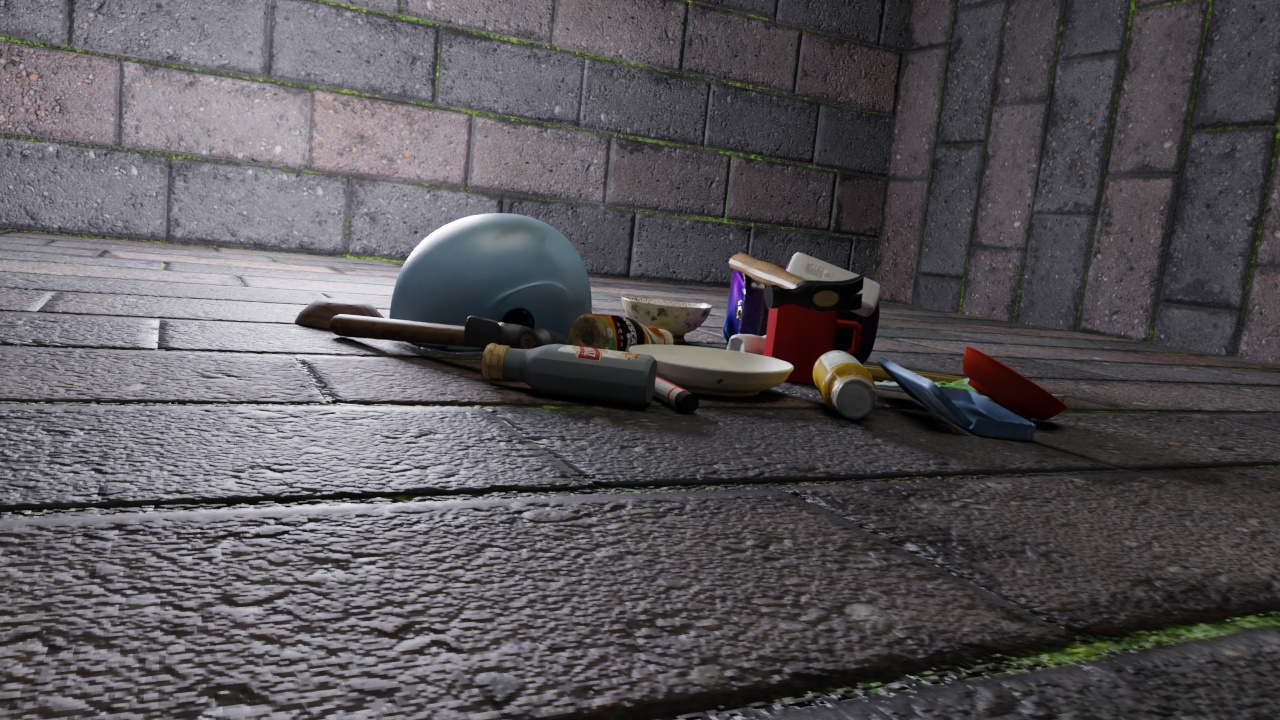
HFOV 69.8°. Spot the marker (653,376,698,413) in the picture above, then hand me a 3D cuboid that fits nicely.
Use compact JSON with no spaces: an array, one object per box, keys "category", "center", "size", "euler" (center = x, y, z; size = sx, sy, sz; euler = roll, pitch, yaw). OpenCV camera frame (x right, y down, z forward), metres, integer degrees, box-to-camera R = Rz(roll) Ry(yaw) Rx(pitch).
[{"category":"marker","center":[0.020,0.028,0.907],"size":[0.019,0.019,0.146],"euler":[3,8,-21]}]

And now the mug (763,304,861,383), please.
[{"category":"mug","center":[0.215,-0.023,1.146],"size":[0.116,0.096,0.080],"euler":[7,8,5]}]

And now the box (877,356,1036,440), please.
[{"category":"box","center":[0.325,0.043,0.977],"size":[0.126,0.039,0.209],"euler":[22,7,-2]}]

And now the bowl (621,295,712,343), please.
[{"category":"bowl","center":[0.037,-0.062,1.428],"size":[0.145,0.063,0.145],"euler":[7,7,-1]}]

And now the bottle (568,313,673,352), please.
[{"category":"bottle","center":[-0.017,-0.025,1.130],"size":[0.059,0.059,0.166],"euler":[11,6,35]}]

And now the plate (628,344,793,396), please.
[{"category":"plate","center":[0.076,0.012,1.012],"size":[0.182,0.034,0.182],"euler":[6,8,-1]}]

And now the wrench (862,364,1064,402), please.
[{"category":"wrench","center":[0.398,0.030,1.186],"size":[0.273,0.018,0.083],"euler":[7,9,9]}]

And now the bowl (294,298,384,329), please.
[{"category":"bowl","center":[-0.395,-0.063,1.219],"size":[0.119,0.032,0.119],"euler":[6,8,-1]}]

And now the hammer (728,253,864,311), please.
[{"category":"hammer","center":[0.181,-0.106,1.182],"size":[0.132,0.040,0.305],"euler":[-2,14,-12]}]

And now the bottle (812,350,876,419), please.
[{"category":"bottle","center":[0.211,0.026,0.945],"size":[0.053,0.053,0.186],"euler":[7,8,5]}]

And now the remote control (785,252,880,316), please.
[{"category":"remote control","center":[0.274,-0.110,1.311],"size":[0.138,0.025,0.060],"euler":[23,50,8]}]

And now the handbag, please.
[{"category":"handbag","center":[0.233,-0.069,1.383],"size":[0.204,0.125,0.222],"euler":[5,16,-10]}]

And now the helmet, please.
[{"category":"helmet","center":[-0.192,-0.100,1.166],"size":[0.265,0.167,0.226],"euler":[-15,24,-32]}]

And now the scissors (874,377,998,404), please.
[{"category":"scissors","center":[0.372,0.032,1.134],"size":[0.174,0.033,0.064],"euler":[0,30,12]}]

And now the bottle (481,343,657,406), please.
[{"category":"bottle","center":[-0.069,0.010,0.872],"size":[0.161,0.046,0.072],"euler":[7,8,8]}]

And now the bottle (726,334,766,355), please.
[{"category":"bottle","center":[0.174,-0.013,1.239],"size":[0.136,0.044,0.044],"euler":[-1,10,-41]}]

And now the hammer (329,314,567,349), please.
[{"category":"hammer","center":[-0.241,-0.031,1.015],"size":[0.322,0.040,0.129],"euler":[5,-6,37]}]

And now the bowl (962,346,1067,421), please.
[{"category":"bowl","center":[0.401,0.031,1.005],"size":[0.122,0.035,0.122],"euler":[32,8,-5]}]
